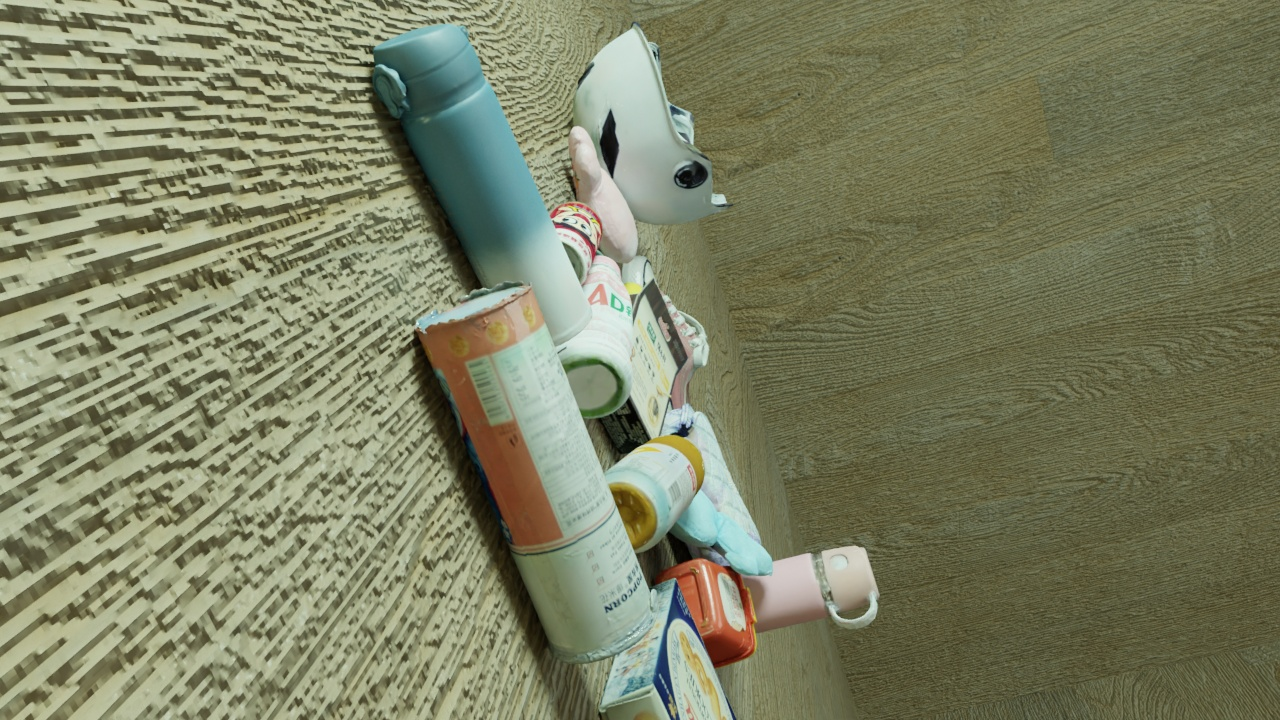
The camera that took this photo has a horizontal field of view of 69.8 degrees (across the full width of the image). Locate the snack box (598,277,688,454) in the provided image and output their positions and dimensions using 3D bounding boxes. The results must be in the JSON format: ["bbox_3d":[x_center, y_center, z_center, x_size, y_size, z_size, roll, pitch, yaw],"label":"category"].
[{"bbox_3d":[-0.005,0.005,0.871,0.125,0.053,0.113,-74,149,-44],"label":"snack box"}]

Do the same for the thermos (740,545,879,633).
[{"bbox_3d":[0.137,0.244,0.919,0.087,0.199,0.067,-92,163,-48],"label":"thermos"}]

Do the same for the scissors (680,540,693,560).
[{"bbox_3d":[0.050,0.203,1.039,0.170,0.014,0.150,-53,125,-77],"label":"scissors"}]

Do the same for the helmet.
[{"bbox_3d":[-0.005,-0.273,1.133,0.258,0.146,0.228,46,21,-60],"label":"helmet"}]

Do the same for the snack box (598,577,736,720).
[{"bbox_3d":[0.035,0.288,0.702,0.182,0.046,0.178,-57,126,-77],"label":"snack box"}]

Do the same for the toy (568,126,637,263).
[{"bbox_3d":[-0.045,-0.183,1.032,0.121,0.054,0.159,-107,175,-53],"label":"toy"}]

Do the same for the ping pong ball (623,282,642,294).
[{"bbox_3d":[-0.012,-0.071,1.071,0.040,0.040,0.040,-16,89,-80],"label":"ping pong ball"}]

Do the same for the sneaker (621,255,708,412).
[{"bbox_3d":[0.040,-0.020,1.132,0.118,0.088,0.241,25,50,-76],"label":"sneaker"}]

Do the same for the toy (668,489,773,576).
[{"bbox_3d":[0.050,0.151,0.885,0.156,0.050,0.161,34,5,-35],"label":"toy"}]

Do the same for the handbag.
[{"bbox_3d":[0.069,0.146,1.012,0.194,0.076,0.134,64,12,-14],"label":"handbag"}]

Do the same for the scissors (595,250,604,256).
[{"bbox_3d":[-0.020,-0.038,0.969,0.175,0.019,0.175,41,34,-54],"label":"scissors"}]

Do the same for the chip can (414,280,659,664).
[{"bbox_3d":[-0.057,0.064,0.527,0.071,0.071,0.215,-74,146,-71],"label":"chip can"}]

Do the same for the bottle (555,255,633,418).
[{"bbox_3d":[-0.039,-0.031,0.780,0.196,0.068,0.068,-90,160,-58],"label":"bottle"}]

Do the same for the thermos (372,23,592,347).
[{"bbox_3d":[-0.101,-0.108,0.599,0.070,0.070,0.220,-91,160,-57],"label":"thermos"}]

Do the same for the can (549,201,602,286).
[{"bbox_3d":[-0.065,-0.097,0.793,0.132,0.053,0.053,-81,152,-68],"label":"can"}]

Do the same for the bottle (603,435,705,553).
[{"bbox_3d":[0.013,0.104,0.777,0.189,0.068,0.068,-26,100,-71],"label":"bottle"}]

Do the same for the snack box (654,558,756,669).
[{"bbox_3d":[0.059,0.235,0.859,0.080,0.082,0.091,44,28,-50],"label":"snack box"}]
